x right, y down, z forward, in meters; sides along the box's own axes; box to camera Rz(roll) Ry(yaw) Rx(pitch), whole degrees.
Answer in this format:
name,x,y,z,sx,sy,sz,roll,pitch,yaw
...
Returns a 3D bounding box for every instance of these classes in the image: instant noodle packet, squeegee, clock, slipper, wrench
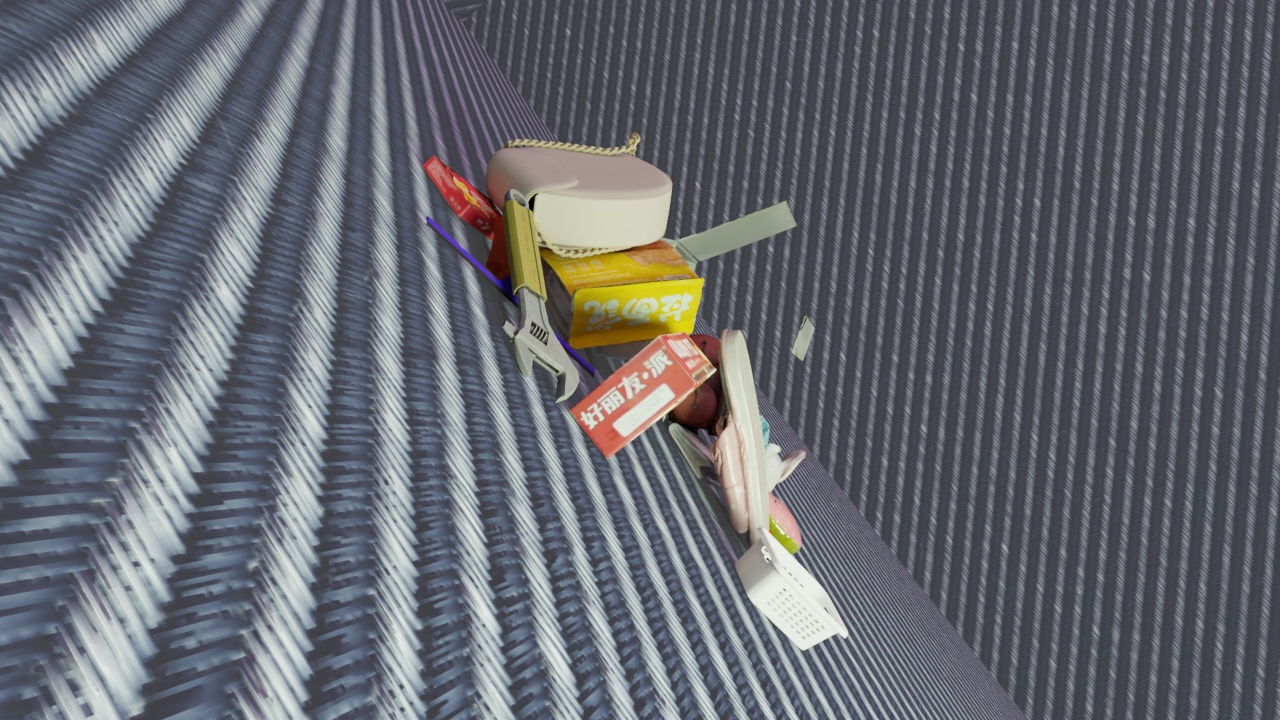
name,x,y,z,sx,sy,sz,roll,pitch,yaw
instant noodle packet,-0.043,-0.110,1.129,0.221,0.162,0.084,-125,-147,-50
squeegee,-0.136,-0.111,0.982,0.249,0.055,0.184,44,11,-35
clock,0.080,0.032,1.198,0.072,0.120,0.158,10,-16,0
slipper,0.113,0.099,1.085,0.114,0.054,0.274,-34,116,-74
wrench,-0.107,-0.074,0.895,0.083,0.018,0.273,30,34,-39

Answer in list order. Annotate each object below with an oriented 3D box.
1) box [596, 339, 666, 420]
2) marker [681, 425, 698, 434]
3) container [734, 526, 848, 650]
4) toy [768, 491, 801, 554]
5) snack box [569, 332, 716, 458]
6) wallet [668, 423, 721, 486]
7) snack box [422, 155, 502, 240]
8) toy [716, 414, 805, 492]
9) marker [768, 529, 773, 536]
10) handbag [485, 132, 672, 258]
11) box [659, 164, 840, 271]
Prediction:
name,x,y,z,sx,sy,sz,roll,pitch,yaw
box,0.003,0.011,1.176,0.124,0.137,0.108,9,8,3
marker,0.044,0.058,1.298,0.126,0.025,0.025,55,10,28
container,0.153,0.244,0.962,0.129,0.049,0.080,46,9,-24
toy,0.167,0.205,1.206,0.110,0.051,0.090,45,8,-30
snack box,0.011,0.029,0.943,0.060,0.113,0.236,50,8,4
wallet,0.082,0.121,1.196,0.086,0.032,0.116,52,8,21
snack box,-0.197,-0.182,1.091,0.089,0.021,0.133,53,8,23
toy,0.159,0.138,1.261,0.205,0.131,0.105,63,25,-62
marker,0.129,0.171,1.153,0.145,0.021,0.023,62,29,-8
handbag,-0.069,-0.211,1.124,0.208,0.103,0.210,-6,31,-26
box,0.104,-0.150,1.333,0.150,0.369,0.166,55,10,11
